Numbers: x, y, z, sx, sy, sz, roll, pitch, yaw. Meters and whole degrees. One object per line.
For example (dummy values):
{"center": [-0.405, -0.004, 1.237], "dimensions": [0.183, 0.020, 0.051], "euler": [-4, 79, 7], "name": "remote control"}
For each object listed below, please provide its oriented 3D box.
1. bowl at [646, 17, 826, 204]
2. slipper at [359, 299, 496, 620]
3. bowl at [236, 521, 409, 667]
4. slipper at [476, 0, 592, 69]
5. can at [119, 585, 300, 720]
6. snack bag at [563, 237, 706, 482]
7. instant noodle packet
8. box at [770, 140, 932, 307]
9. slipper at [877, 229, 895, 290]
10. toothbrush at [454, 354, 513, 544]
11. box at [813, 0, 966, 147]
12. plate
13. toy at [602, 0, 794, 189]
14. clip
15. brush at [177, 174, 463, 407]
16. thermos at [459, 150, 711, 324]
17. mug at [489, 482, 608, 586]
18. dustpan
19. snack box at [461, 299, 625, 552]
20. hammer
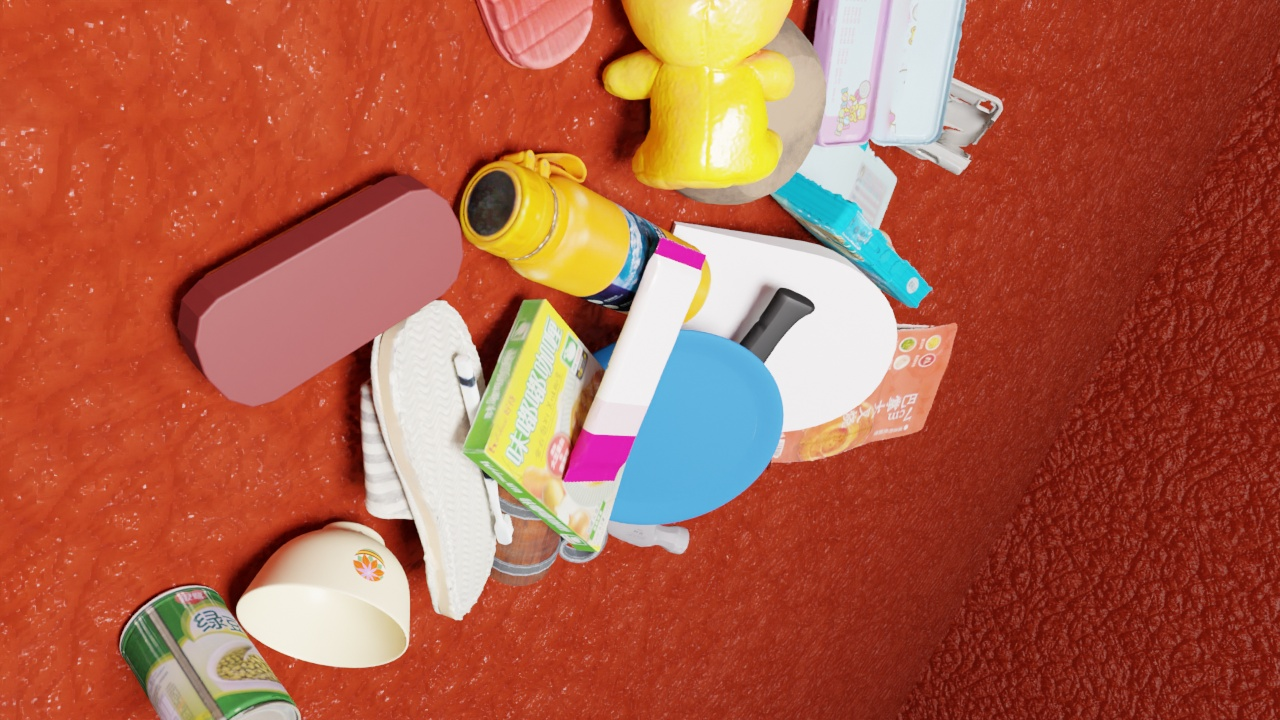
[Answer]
{"center": [0.086, -0.199, 0.739], "dimensions": [0.161, 0.070, 0.162], "euler": [-32, 141, -31], "name": "bowl"}
{"center": [-0.152, 0.079, 0.674], "dimensions": [0.114, 0.054, 0.273], "euler": [-53, 147, -48], "name": "slipper"}
{"center": [-0.217, 0.160, 0.661], "dimensions": [0.118, 0.118, 0.073], "euler": [83, 9, -46], "name": "bowl"}
{"center": [-0.065, -0.265, 0.501], "dimensions": [0.103, 0.059, 0.249], "euler": [-43, 147, -17], "name": "slipper"}
{"center": [-0.278, 0.206, 0.591], "dimensions": [0.067, 0.121, 0.067], "euler": [-32, 141, -31], "name": "can"}
{"center": [-0.004, 0.004, 0.702], "dimensions": [0.070, 0.016, 0.196], "euler": [8, 106, -58], "name": "snack bag"}
{"center": [0.245, 0.032, 1.043], "dimensions": [0.220, 0.084, 0.165], "euler": [-4, 127, -12], "name": "instant noodle packet"}
{"center": [0.207, -0.150, 0.919], "dimensions": [0.087, 0.168, 0.227], "euler": [-23, 153, 27], "name": "box"}
{"center": [0.245, -0.054, 1.063], "dimensions": [0.093, 0.081, 0.197], "euler": [13, 111, -56], "name": "slipper"}
{"center": [-0.115, 0.070, 0.687], "dimensions": [0.017, 0.012, 0.187], "euler": [-84, 171, -52], "name": "toothbrush"}
{"center": [0.216, -0.293, 0.796], "dimensions": [0.151, 0.040, 0.214], "euler": [-6, 115, -22], "name": "box"}
{"center": [0.019, 0.062, 0.841], "dimensions": [0.224, 0.024, 0.225], "euler": [-4, 125, -7], "name": "plate"}
{"center": [0.038, -0.205, 0.613], "dimensions": [0.087, 0.134, 0.194], "euler": [-79, 170, -60], "name": "toy"}
{"center": [0.271, -0.230, 0.912], "dimensions": [0.105, 0.126, 0.152], "euler": [-56, 172, -15], "name": "clip"}
{"center": [-0.190, -0.047, 0.551], "dimensions": [0.173, 0.042, 0.082], "euler": [-37, 143, -26], "name": "brush"}
{"center": [-0.037, -0.089, 0.689], "dimensions": [0.076, 0.091, 0.232], "euler": [-35, 154, 23], "name": "thermos"}
{"center": [-0.083, 0.134, 0.796], "dimensions": [0.117, 0.081, 0.111], "euler": [5, 125, -14], "name": "mug"}
{"center": [0.120, -0.027, 0.895], "dimensions": [0.257, 0.053, 0.192], "euler": [9, 116, -17], "name": "dustpan"}
{"center": [-0.061, 0.054, 0.712], "dimensions": [0.168, 0.027, 0.131], "euler": [52, 47, -45], "name": "snack box"}
{"center": [0.060, 0.063, 0.882], "dimensions": [0.127, 0.029, 0.324], "euler": [19, 121, -23], "name": "hammer"}
